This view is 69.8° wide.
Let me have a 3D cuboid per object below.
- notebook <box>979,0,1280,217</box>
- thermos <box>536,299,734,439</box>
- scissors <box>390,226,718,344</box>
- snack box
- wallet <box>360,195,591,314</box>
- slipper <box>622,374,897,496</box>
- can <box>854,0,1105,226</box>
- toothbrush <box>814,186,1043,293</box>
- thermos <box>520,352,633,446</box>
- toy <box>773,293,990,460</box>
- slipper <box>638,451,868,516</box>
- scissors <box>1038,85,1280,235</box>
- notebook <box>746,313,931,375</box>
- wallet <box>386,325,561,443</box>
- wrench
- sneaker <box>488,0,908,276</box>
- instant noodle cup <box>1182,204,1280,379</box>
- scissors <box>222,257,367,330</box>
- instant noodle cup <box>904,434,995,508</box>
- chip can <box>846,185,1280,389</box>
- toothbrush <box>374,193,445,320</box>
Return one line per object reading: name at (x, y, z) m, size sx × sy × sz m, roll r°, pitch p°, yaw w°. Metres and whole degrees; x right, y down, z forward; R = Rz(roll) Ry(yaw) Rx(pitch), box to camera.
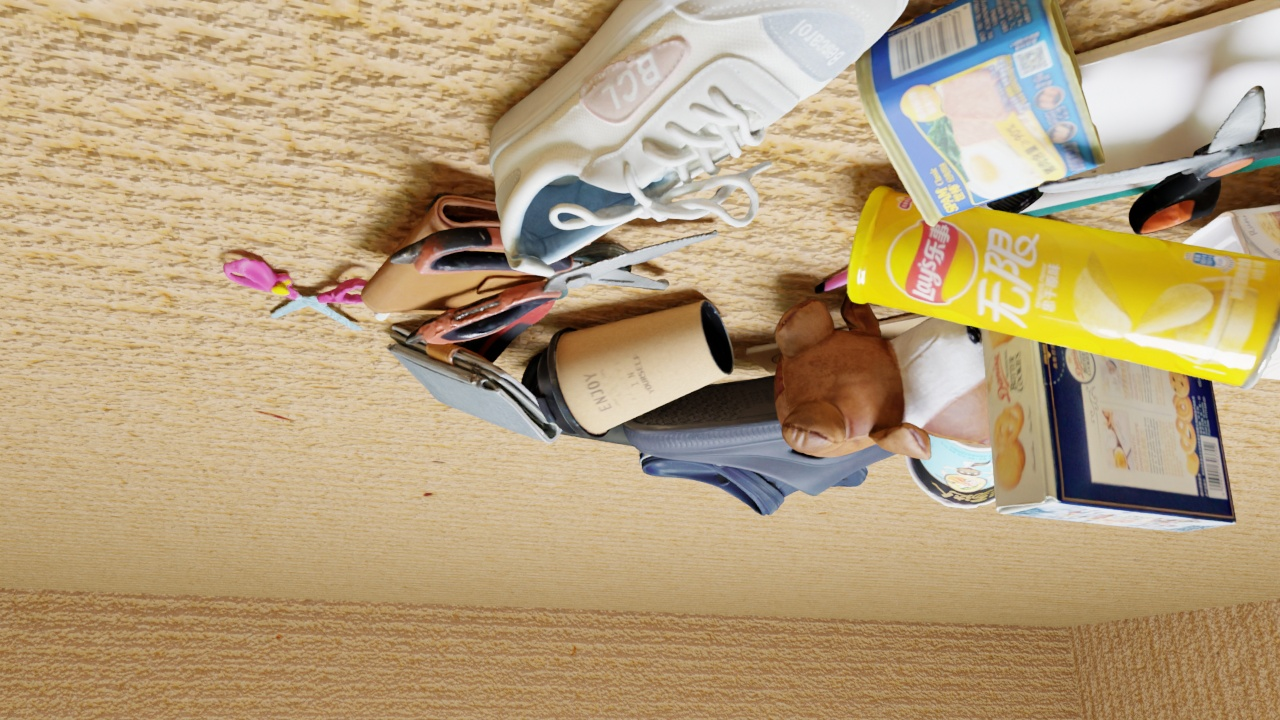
notebook at (0.278, -0.127, 0.481) m, size 0.210 × 0.012 × 0.150 m, roll -11°, pitch 157°, yaw 27°
thermos at (-0.004, 0.004, 0.717) m, size 0.143 × 0.093 × 0.093 m, roll -18°, pitch 153°, yaw 23°
scissors at (-0.058, -0.054, 0.577) m, size 0.223 × 0.015 × 0.189 m, roll -18°, pitch 164°, yaw 5°
snack box at (0.304, 0.014, 0.601) m, size 0.182 × 0.177 × 0.046 m, roll 10°, pitch 162°, yaw -26°
wallet at (-0.108, -0.062, 0.594) m, size 0.107 × 0.031 × 0.132 m, roll 2°, pitch 160°, yaw -36°
slipper at (0.121, 0.062, 0.770) m, size 0.268 × 0.083 × 0.110 m, roll -5°, pitch -160°, yaw 2°
can at (0.158, -0.119, 0.426) m, size 0.083 × 0.057 × 0.102 m, roll -16°, pitch 141°, yaw 30°
toothbrush at (0.176, -0.076, 0.597) m, size 0.017 × 0.014 × 0.190 m, roll 23°, pitch 155°, yaw -26°
thermos at (0.015, 0.041, 0.845) m, size 0.242 × 0.068 × 0.090 m, roll 11°, pitch 136°, yaw -31°
toy at (0.195, 0.007, 0.649) m, size 0.199 × 0.140 × 0.131 m, roll -1°, pitch 155°, yaw 0°
slipper at (0.122, 0.118, 0.992) m, size 0.253 × 0.095 × 0.105 m, roll 1°, pitch 161°, yaw 7°
scissors at (0.290, -0.101, 0.439) m, size 0.232 × 0.021 × 0.221 m, roll -16°, pitch 170°, yaw 7°
notebook at (0.215, -0.004, 0.797) m, size 0.208 × 0.008 × 0.147 m, roll -12°, pitch 155°, yaw 27°
wallet at (-0.136, 0.016, 0.746) m, size 0.130 × 0.037 × 0.106 m, roll 18°, pitch 157°, yaw 32°
wrench at (-0.096, -0.031, 0.719) m, size 0.056 × 0.016 × 0.274 m, roll 14°, pitch 154°, yaw -31°
sneaker at (0.012, -0.107, 0.427) m, size 0.089 × 0.090 × 0.243 m, roll 19°, pitch 151°, yaw -42°
instant noodle cup at (0.393, -0.041, 0.549) m, size 0.124 × 0.116 × 0.117 m, roll -1°, pitch 159°, yaw -8°
scissors at (-0.241, -0.046, 0.677) m, size 0.135 × 0.017 × 0.133 m, roll -3°, pitch 160°, yaw 20°
instant noodle cup at (0.301, 0.066, 0.841) m, size 0.111 × 0.111 × 0.120 m, roll -5°, pitch 155°, yaw 11°
chip can at (0.228, -0.043, 0.511) m, size 0.213 × 0.072 × 0.072 m, roll 17°, pitch 165°, yaw 23°
toothbrush at (-0.160, -0.066, 0.630) m, size 0.017 × 0.016 × 0.188 m, roll 19°, pitch 152°, yaw -23°
